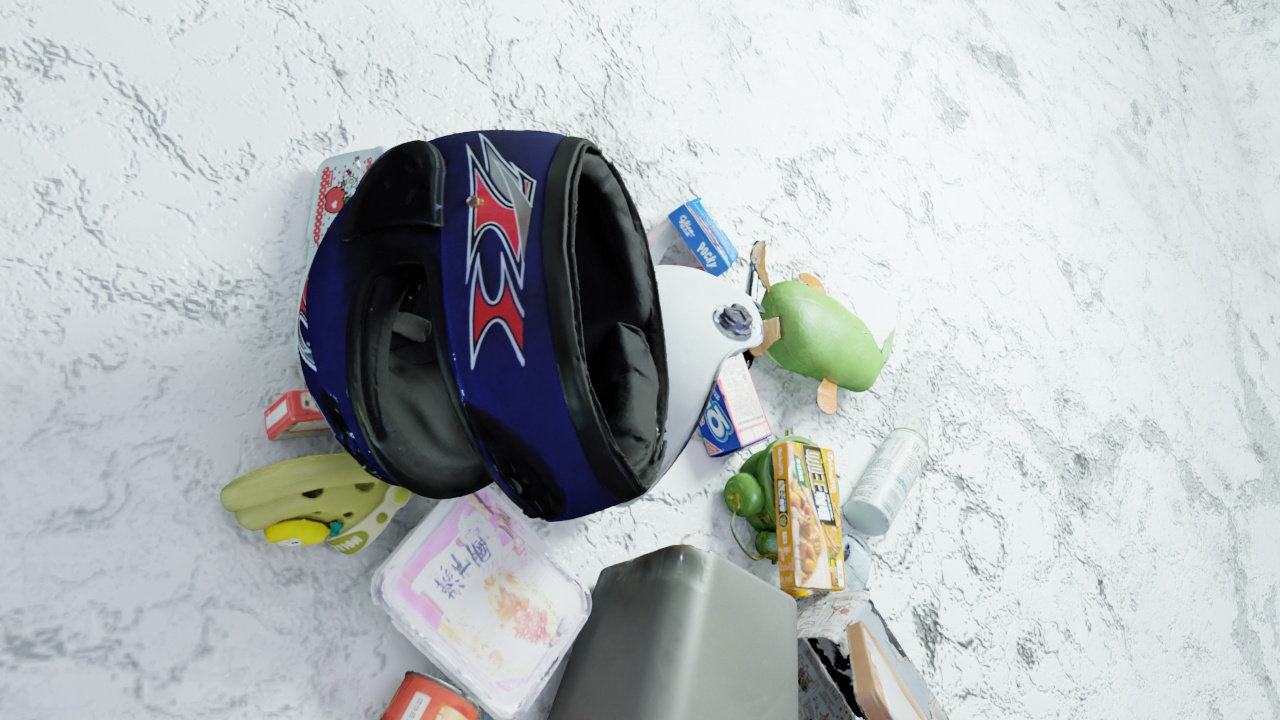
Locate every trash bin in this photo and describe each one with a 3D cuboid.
[{"bbox_3d":[0.030,0.300,0.799,0.199,0.199,0.219,33,49,-25],"label":"trash bin"}]

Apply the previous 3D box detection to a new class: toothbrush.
[{"bbox_3d":[0.135,-0.069,1.119,0.014,0.016,0.189,20,60,-20],"label":"toothbrush"}]

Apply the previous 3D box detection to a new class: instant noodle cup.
[{"bbox_3d":[-0.139,0.202,0.779,0.173,0.060,0.137,48,53,-14],"label":"instant noodle cup"}]

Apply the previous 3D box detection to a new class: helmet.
[{"bbox_3d":[-0.118,-0.017,0.652,0.314,0.241,0.247,-90,159,-47],"label":"helmet"},{"bbox_3d":[-0.005,0.005,0.853,0.146,0.230,0.257,37,32,-2],"label":"helmet"}]

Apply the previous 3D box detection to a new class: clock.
[{"bbox_3d":[0.154,0.155,1.021,0.160,0.056,0.116,-40,98,-39],"label":"clock"}]

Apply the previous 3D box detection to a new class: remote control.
[{"bbox_3d":[-0.001,-0.100,0.999,0.019,0.056,0.134,43,53,-17],"label":"remote control"}]

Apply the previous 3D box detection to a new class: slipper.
[{"bbox_3d":[-0.229,0.113,0.732,0.190,0.092,0.081,-4,78,-41],"label":"slipper"}]

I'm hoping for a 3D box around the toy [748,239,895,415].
[{"bbox_3d":[0.211,-0.031,1.111,0.246,0.090,0.226,28,48,-30],"label":"toy"}]

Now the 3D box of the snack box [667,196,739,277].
[{"bbox_3d":[0.073,-0.140,1.033,0.084,0.026,0.157,55,15,-4],"label":"snack box"}]

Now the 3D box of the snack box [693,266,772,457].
[{"bbox_3d":[0.076,0.002,1.019,0.058,0.057,0.207,-16,83,-42],"label":"snack box"}]

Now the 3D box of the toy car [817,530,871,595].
[{"bbox_3d":[0.236,0.251,1.051,0.054,0.037,0.120,45,42,-15],"label":"toy car"}]

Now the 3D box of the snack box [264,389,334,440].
[{"bbox_3d":[-0.226,0.040,0.767,0.152,0.075,0.025,-3,76,-37],"label":"snack box"}]

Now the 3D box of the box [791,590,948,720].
[{"bbox_3d":[0.228,0.334,0.896,0.130,0.273,0.179,-34,97,-12],"label":"box"}]

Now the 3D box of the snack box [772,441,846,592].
[{"bbox_3d":[0.179,0.167,0.981,0.075,0.026,0.153,12,67,-34],"label":"snack box"}]

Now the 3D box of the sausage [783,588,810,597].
[{"bbox_3d":[0.211,0.304,1.031,0.165,0.022,0.021,49,52,-11],"label":"sausage"}]

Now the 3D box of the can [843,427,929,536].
[{"bbox_3d":[0.306,0.148,1.135,0.058,0.058,0.146,51,51,-10],"label":"can"}]

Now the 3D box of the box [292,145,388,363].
[{"bbox_3d":[-0.248,-0.086,0.816,0.101,0.095,0.201,-2,71,5],"label":"box"}]

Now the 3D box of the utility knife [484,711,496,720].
[{"bbox_3d":[-0.131,0.368,0.754,0.031,0.020,0.195,23,68,-35],"label":"utility knife"}]

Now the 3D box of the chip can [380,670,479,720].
[{"bbox_3d":[-0.200,0.344,0.679,0.073,0.073,0.216,40,54,-19],"label":"chip can"}]
